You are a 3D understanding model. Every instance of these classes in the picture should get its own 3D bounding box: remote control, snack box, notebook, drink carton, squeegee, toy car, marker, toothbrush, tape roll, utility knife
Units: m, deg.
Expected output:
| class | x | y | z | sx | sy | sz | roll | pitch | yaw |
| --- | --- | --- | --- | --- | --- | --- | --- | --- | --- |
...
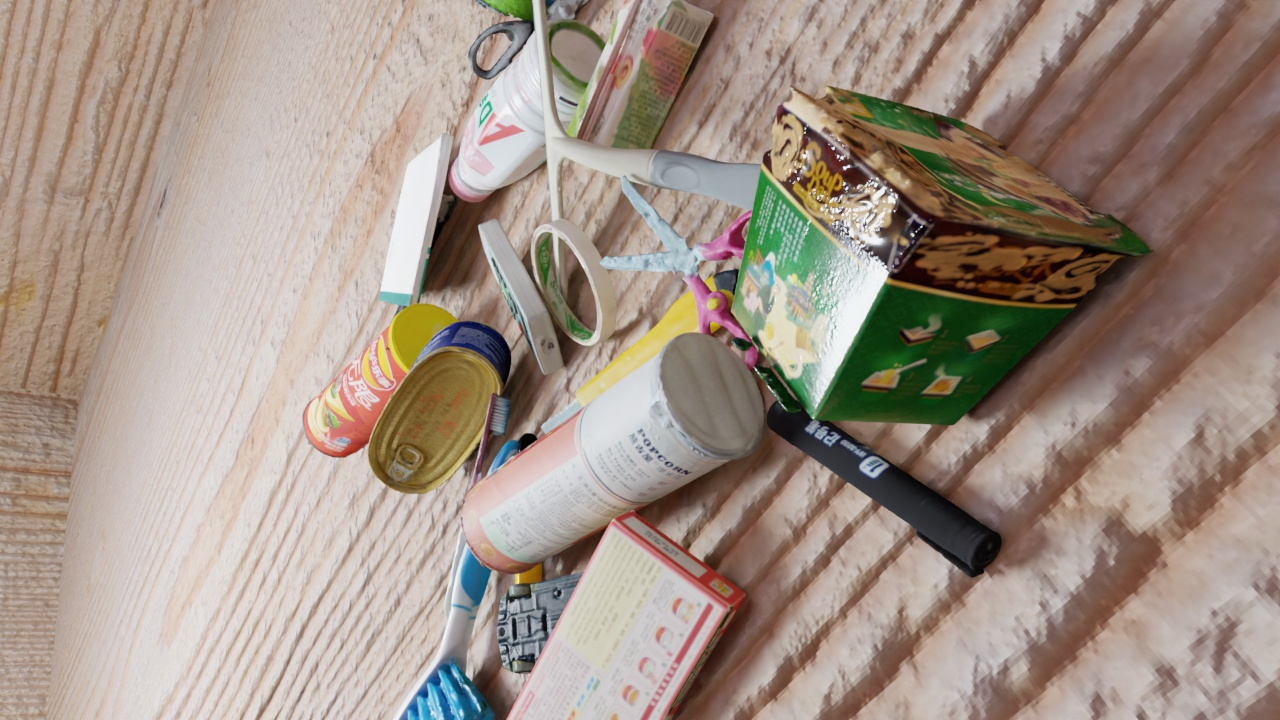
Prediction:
| class | x | y | z | sx | sy | sz | roll | pitch | yaw |
| --- | --- | --- | --- | --- | --- | --- | --- | --- | --- |
| remote control | -0.090 | -0.050 | 0.678 | 0.056 | 0.019 | 0.135 | 78 | 166 | -44 |
| snack box | 0.105 | -0.037 | 0.376 | 0.118 | 0.117 | 0.106 | 61 | 139 | 46 |
| notebook | -0.217 | -0.126 | 0.866 | 0.209 | 0.012 | 0.150 | 13 | 91 | 67 |
| drink carton | -0.005 | -0.186 | 0.611 | 0.123 | 0.045 | 0.053 | -61 | 40 | 20 |
| squeegee | 0.009 | -0.113 | 0.531 | 0.247 | 0.039 | 0.247 | 23 | 127 | 39 |
| toy car | -0.041 | 0.158 | 0.557 | 0.121 | 0.036 | 0.054 | -23 | 62 | 36 |
| marker | -0.078 | 0.110 | 0.635 | 0.015 | 0.018 | 0.123 | -35 | 51 | 52 |
| toothbrush | -0.122 | 0.112 | 0.683 | 0.016 | 0.017 | 0.188 | -78 | 3 | -74 |
| tape roll | -0.045 | -0.051 | 0.609 | 0.086 | 0.013 | 0.086 | 42 | 146 | 37 |
| toothbrush | -0.220 | -0.081 | 0.890 | 0.015 | 0.018 | 0.181 | 50 | 120 | 44 |
| snack box | -0.014 | 0.166 | 0.496 | 0.077 | 0.027 | 0.156 | 34 | 109 | 21 |
| marker | 0.104 | 0.052 | 0.412 | 0.132 | 0.020 | 0.022 | 37 | 138 | 50 |
| utility knife | -0.003 | 0.003 | 0.570 | 0.198 | 0.015 | 0.033 | -38 | 52 | 37 |

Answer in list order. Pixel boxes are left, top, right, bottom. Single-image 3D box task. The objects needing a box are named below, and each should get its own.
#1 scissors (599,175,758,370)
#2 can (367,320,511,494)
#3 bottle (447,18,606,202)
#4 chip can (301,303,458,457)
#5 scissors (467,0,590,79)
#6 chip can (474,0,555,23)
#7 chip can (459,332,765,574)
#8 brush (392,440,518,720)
| class | x | y | z | sx | sy | sz | roll | pitch | yaw |
| --- | --- | --- | --- | --- | --- | --- | --- | --- | --- |
| scissors | 0.032 | -0.058 | 0.502 | 0.133 | 0.017 | 0.124 | 54 | 128 | 14 |
| can | -0.154 | 0.037 | 0.704 | 0.148 | 0.074 | 0.049 | -53 | 14 | 27 |
| bottle | -0.095 | -0.182 | 0.714 | 0.197 | 0.068 | 0.068 | -29 | 56 | 51 |
| chip can | -0.235 | 0.023 | 0.828 | 0.217 | 0.073 | 0.073 | -30 | 56 | 45 |
| scissors | -0.066 | -0.272 | 0.704 | 0.014 | 0.140 | 0.174 | -92 | 12 | -46 |
| chip can | -0.050 | -0.375 | 0.711 | 0.236 | 0.072 | 0.072 | -61 | 39 | 20 |
| chip can | -0.026 | 0.063 | 0.537 | 0.215 | 0.071 | 0.071 | -36 | 52 | 42 |
| brush | -0.130 | 0.216 | 0.646 | 0.109 | 0.060 | 0.315 | 38 | 107 | 55 |
